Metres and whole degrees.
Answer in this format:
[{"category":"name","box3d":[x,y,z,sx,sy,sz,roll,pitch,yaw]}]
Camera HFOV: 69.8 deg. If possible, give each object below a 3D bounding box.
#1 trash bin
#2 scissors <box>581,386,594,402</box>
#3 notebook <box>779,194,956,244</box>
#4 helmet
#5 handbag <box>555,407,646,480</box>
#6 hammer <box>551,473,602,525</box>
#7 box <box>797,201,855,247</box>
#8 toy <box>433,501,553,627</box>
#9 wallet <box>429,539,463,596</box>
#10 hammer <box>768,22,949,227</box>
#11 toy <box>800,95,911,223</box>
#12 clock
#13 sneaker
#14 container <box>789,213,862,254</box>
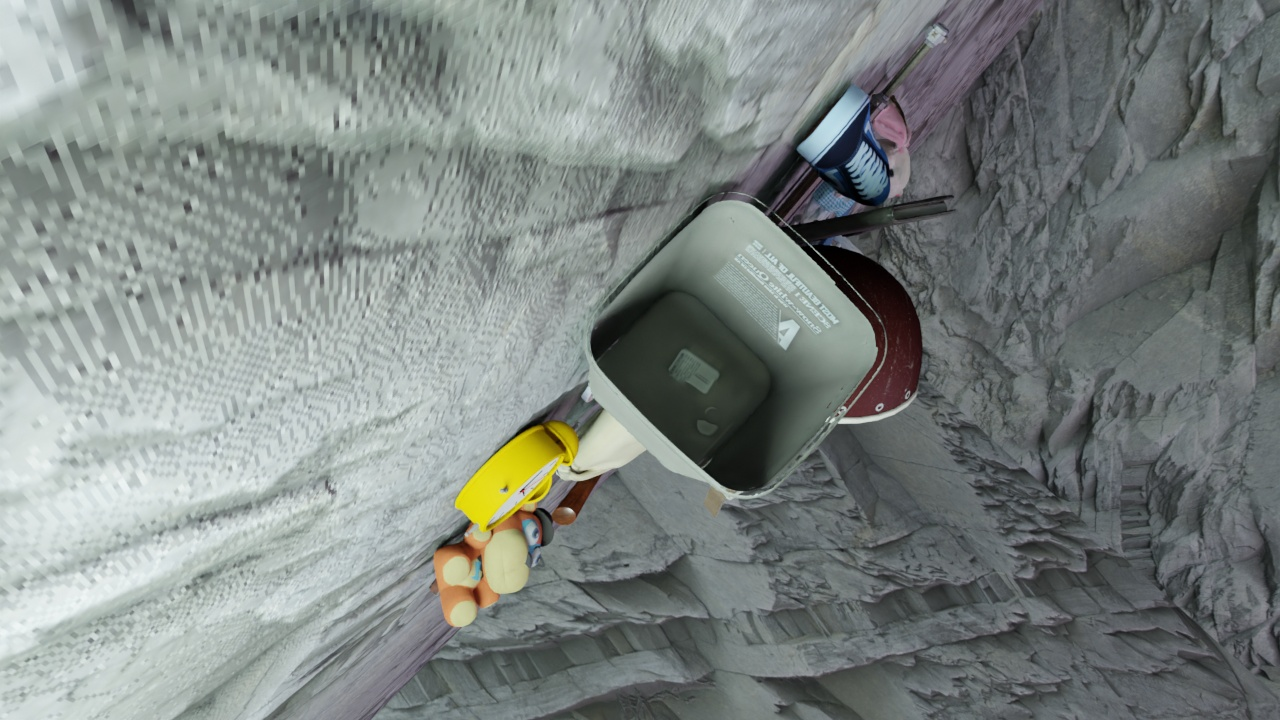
[{"category":"trash bin","box3d":[0.059,0.003,0.808,0.197,0.197,0.220,-46,180,-13]},{"category":"scissors","box3d":[-0.005,-0.018,1.010,0.179,0.016,0.108,-48,174,21]},{"category":"notebook","box3d":[0.213,-0.145,0.993,0.209,0.029,0.169,-3,-170,41]},{"category":"helmet","box3d":[0.186,0.001,1.026,0.233,0.233,0.254,-3,143,-16]},{"category":"handbag","box3d":[0.006,0.073,1.077,0.183,0.132,0.230,-35,168,-41]},{"category":"hammer","box3d":[-0.049,0.128,1.212,0.111,0.028,0.299,-16,-163,23]},{"category":"box","box3d":[0.254,-0.202,1.312,0.210,0.064,0.069,-60,169,-3]},{"category":"toy","box3d":[-0.169,0.221,1.055,0.175,0.096,0.112,-45,138,-53]},{"category":"wallet","box3d":[-0.211,0.238,1.147,0.123,0.019,0.072,-54,164,18]},{"category":"hammer","box3d":[0.250,-0.267,1.096,0.318,0.028,0.146,-50,173,33]},{"category":"toy","box3d":[0.292,-0.240,1.210,0.206,0.105,0.130,-51,170,24]},{"category":"clock","box3d":[-0.118,0.112,0.903,0.114,0.052,0.151,-50,169,30]},{"category":"sneaker","box3d":[0.223,-0.209,0.932,0.083,0.098,0.241,-50,173,11]},{"category":"container","box3d":[0.247,-0.097,1.428,0.186,0.189,0.189,-45,174,-3]}]
